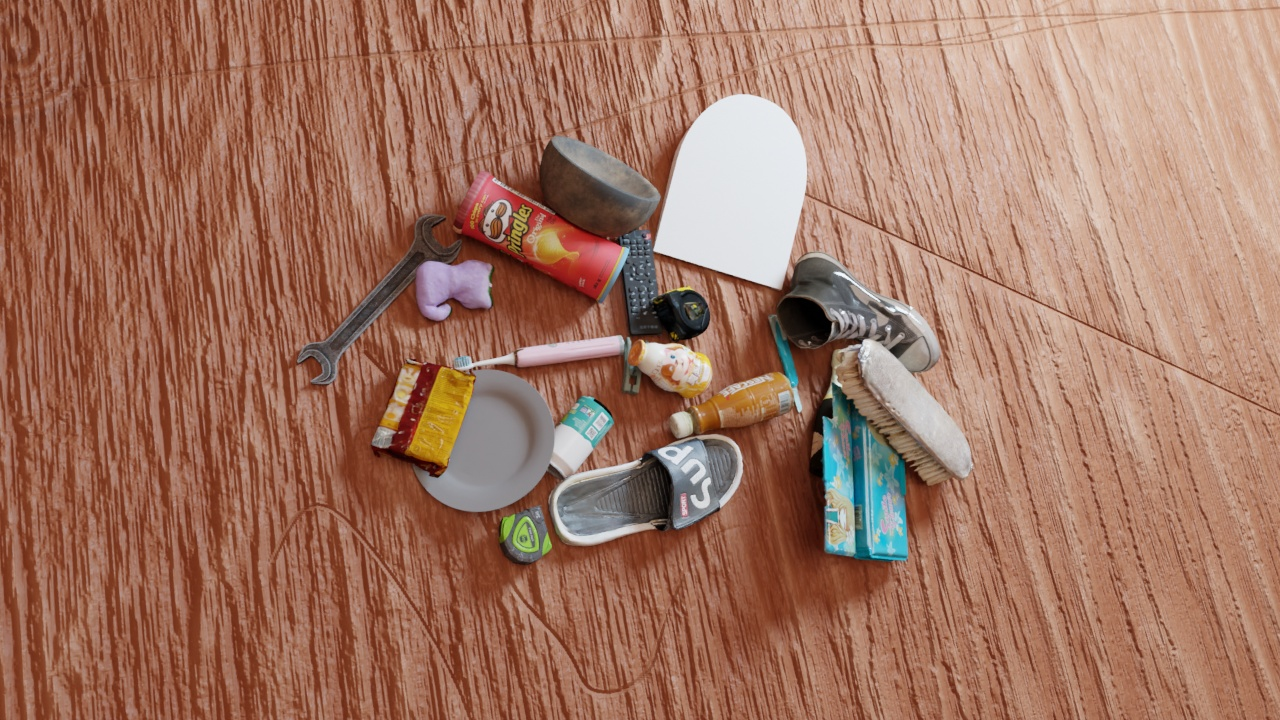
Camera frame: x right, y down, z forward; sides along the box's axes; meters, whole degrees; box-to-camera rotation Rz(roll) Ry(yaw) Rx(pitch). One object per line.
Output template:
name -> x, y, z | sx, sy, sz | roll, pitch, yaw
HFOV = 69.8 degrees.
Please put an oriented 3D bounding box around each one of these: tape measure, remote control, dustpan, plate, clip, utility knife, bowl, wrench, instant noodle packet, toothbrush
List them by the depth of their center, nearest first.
instant noodle packet -> -0.261, 0.067, 1.109 | 0.098, 0.040, 0.135 | 13, 71, 8
tape measure -> -0.142, 0.215, 1.113 | 0.058, 0.036, 0.065 | -9, 75, -26
plate -> -0.193, 0.097, 1.123 | 0.178, 0.012, 0.178 | -1, 71, 3
wrench -> -0.325, -0.079, 1.153 | 0.070, 0.010, 0.272 | 39, 70, -2
toothbrush -> -0.129, -0.007, 1.177 | 0.222, 0.027, 0.026 | -7, 107, -17
bowl -> -0.060, -0.221, 1.195 | 0.162, 0.162, 0.070 | 29, 112, -6
clip -> -0.009, 0.007, 1.209 | 0.037, 0.023, 0.075 | 10, 75, -13
tape measure -> 0.058, -0.063, 1.224 | 0.072, 0.042, 0.071 | -26, 90, -45
remote control -> -0.002, -0.105, 1.241 | 0.047, 0.022, 0.150 | -2, 75, -15
utility knife -> 0.203, 0.003, 1.269 | 0.022, 0.015, 0.141 | -4, 77, -37
dustpan -> 0.135, -0.247, 1.316 | 0.191, 0.053, 0.257 | 16, 84, -11

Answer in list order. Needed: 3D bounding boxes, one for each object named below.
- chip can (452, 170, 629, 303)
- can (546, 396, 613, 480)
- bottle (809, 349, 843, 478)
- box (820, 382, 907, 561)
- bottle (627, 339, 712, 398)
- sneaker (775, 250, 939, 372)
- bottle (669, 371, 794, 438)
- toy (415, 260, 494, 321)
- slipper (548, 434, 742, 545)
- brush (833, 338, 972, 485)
chip can -> -0.128, -0.158, 1.186 | 0.213, 0.087, 0.087 | 27, 71, -8
can -> -0.082, 0.096, 1.148 | 0.055, 0.055, 0.101 | 40, 70, -2
bottle -> 0.264, 0.069, 1.254 | 0.045, 0.045, 0.184 | 17, 65, -10
box -> 0.286, 0.145, 1.205 | 0.181, 0.039, 0.226 | 15, 70, -42
bottle -> 0.038, 0.008, 1.190 | 0.109, 0.063, 0.063 | 21, 71, -24
sneaker -> 0.294, -0.042, 1.246 | 0.235, 0.095, 0.119 | 39, 47, -2
bottle -> 0.119, 0.063, 1.208 | 0.167, 0.059, 0.059 | -17, 81, -17
toy -> -0.236, -0.089, 1.167 | 0.099, 0.036, 0.080 | 1, 92, -19
slipper -> 0.017, 0.163, 1.155 | 0.263, 0.063, 0.111 | -12, 79, -15
brush -> 0.353, 0.072, 1.217 | 0.271, 0.057, 0.083 | 41, 53, -27
